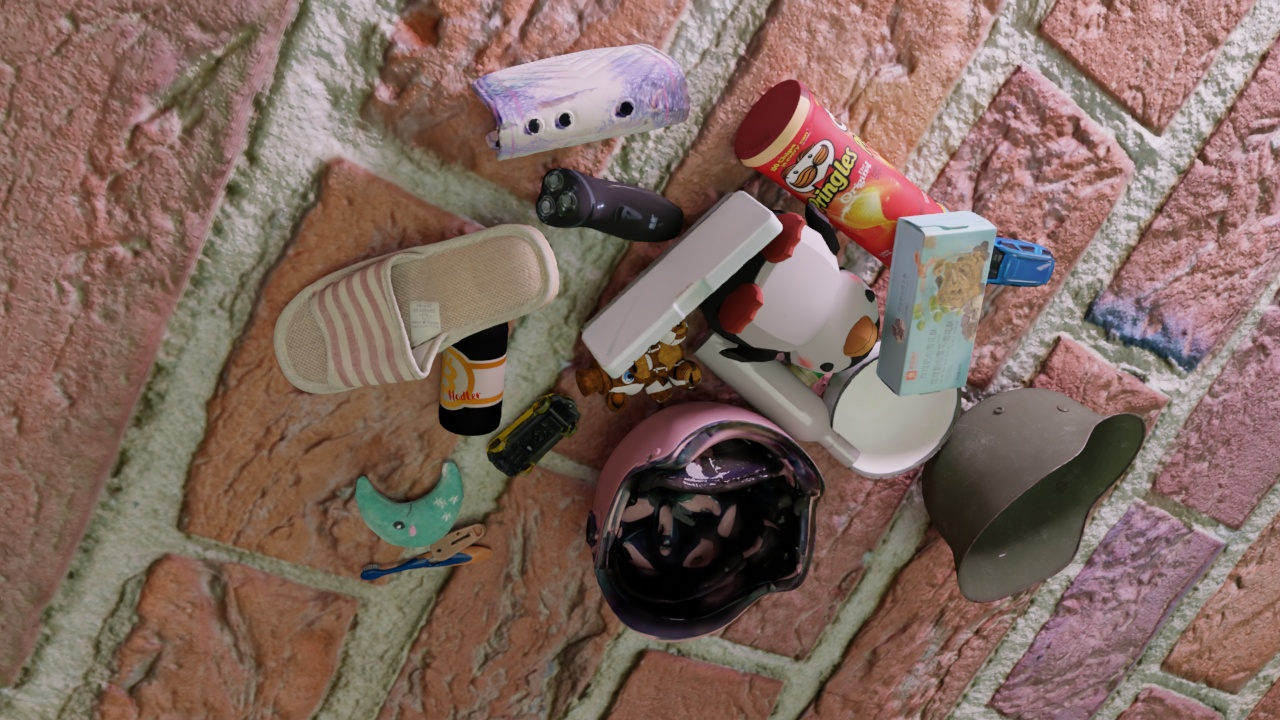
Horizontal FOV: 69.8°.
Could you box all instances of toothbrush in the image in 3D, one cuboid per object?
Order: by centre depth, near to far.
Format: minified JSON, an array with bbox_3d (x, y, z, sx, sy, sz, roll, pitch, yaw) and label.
[{"bbox_3d":[-0.222,0.210,0.954,0.135,0.017,0.022,-7,119,-16],"label":"toothbrush"}]

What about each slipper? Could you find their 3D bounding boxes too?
[{"bbox_3d":[-0.197,-0.042,0.788,0.263,0.052,0.115,-20,94,8],"label":"slipper"}]

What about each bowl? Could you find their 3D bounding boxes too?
[{"bbox_3d":[0.261,0.044,0.989,0.153,0.073,0.154,-6,115,-13],"label":"bowl"}]

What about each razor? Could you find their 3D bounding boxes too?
[{"bbox_3d":[-0.023,-0.136,0.830,0.140,0.063,0.053,9,112,-23],"label":"razor"}]

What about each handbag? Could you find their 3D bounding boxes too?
[{"bbox_3d":[-0.051,-0.207,0.754,0.158,0.126,0.069,-15,119,-12],"label":"handbag"}]

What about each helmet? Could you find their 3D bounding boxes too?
[{"bbox_3d":[0.050,0.152,0.930,0.229,0.152,0.256,2,114,-20],"label":"helmet"},{"bbox_3d":[0.419,0.122,1.022,0.268,0.153,0.227,-30,136,-3],"label":"helmet"}]

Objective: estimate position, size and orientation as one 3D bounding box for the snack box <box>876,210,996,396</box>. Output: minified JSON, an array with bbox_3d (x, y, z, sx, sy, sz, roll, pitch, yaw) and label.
[{"bbox_3d":[0.278,-0.053,0.875,0.075,0.053,0.175,-7,119,-13],"label":"snack box"}]

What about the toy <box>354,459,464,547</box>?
[{"bbox_3d":[-0.227,0.147,0.916,0.105,0.033,0.085,-10,105,-11],"label":"toy"}]

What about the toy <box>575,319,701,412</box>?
[{"bbox_3d":[-0.005,0.005,0.899,0.112,0.067,0.087,-18,93,-22],"label":"toy"}]

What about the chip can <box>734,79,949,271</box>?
[{"bbox_3d":[0.194,-0.168,0.868,0.213,0.087,0.087,30,102,-27],"label":"chip can"}]

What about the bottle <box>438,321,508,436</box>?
[{"bbox_3d":[-0.152,-0.023,0.844,0.059,0.059,0.182,1,113,-17],"label":"bottle"}]

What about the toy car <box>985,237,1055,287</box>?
[{"bbox_3d":[0.386,-0.106,0.976,0.120,0.043,0.056,5,112,-18],"label":"toy car"}]

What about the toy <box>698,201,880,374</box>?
[{"bbox_3d":[0.149,-0.057,0.883,0.184,0.140,0.159,28,94,-32],"label":"toy"}]

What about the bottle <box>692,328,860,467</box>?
[{"bbox_3d":[0.142,0.037,0.923,0.195,0.052,0.052,41,98,-4],"label":"bottle"}]

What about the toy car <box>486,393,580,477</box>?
[{"bbox_3d":[-0.106,0.074,0.918,0.107,0.030,0.049,-40,117,6],"label":"toy car"}]

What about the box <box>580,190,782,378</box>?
[{"bbox_3d":[0.026,-0.078,0.829,0.197,0.136,0.044,-41,116,4],"label":"box"}]

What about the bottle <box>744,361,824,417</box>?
[{"bbox_3d":[0.160,0.023,0.968,0.111,0.043,0.043,-46,118,7],"label":"bottle"}]

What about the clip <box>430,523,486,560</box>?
[{"bbox_3d":[-0.186,0.185,0.941,0.060,0.050,0.026,-17,82,-40],"label":"clip"}]
